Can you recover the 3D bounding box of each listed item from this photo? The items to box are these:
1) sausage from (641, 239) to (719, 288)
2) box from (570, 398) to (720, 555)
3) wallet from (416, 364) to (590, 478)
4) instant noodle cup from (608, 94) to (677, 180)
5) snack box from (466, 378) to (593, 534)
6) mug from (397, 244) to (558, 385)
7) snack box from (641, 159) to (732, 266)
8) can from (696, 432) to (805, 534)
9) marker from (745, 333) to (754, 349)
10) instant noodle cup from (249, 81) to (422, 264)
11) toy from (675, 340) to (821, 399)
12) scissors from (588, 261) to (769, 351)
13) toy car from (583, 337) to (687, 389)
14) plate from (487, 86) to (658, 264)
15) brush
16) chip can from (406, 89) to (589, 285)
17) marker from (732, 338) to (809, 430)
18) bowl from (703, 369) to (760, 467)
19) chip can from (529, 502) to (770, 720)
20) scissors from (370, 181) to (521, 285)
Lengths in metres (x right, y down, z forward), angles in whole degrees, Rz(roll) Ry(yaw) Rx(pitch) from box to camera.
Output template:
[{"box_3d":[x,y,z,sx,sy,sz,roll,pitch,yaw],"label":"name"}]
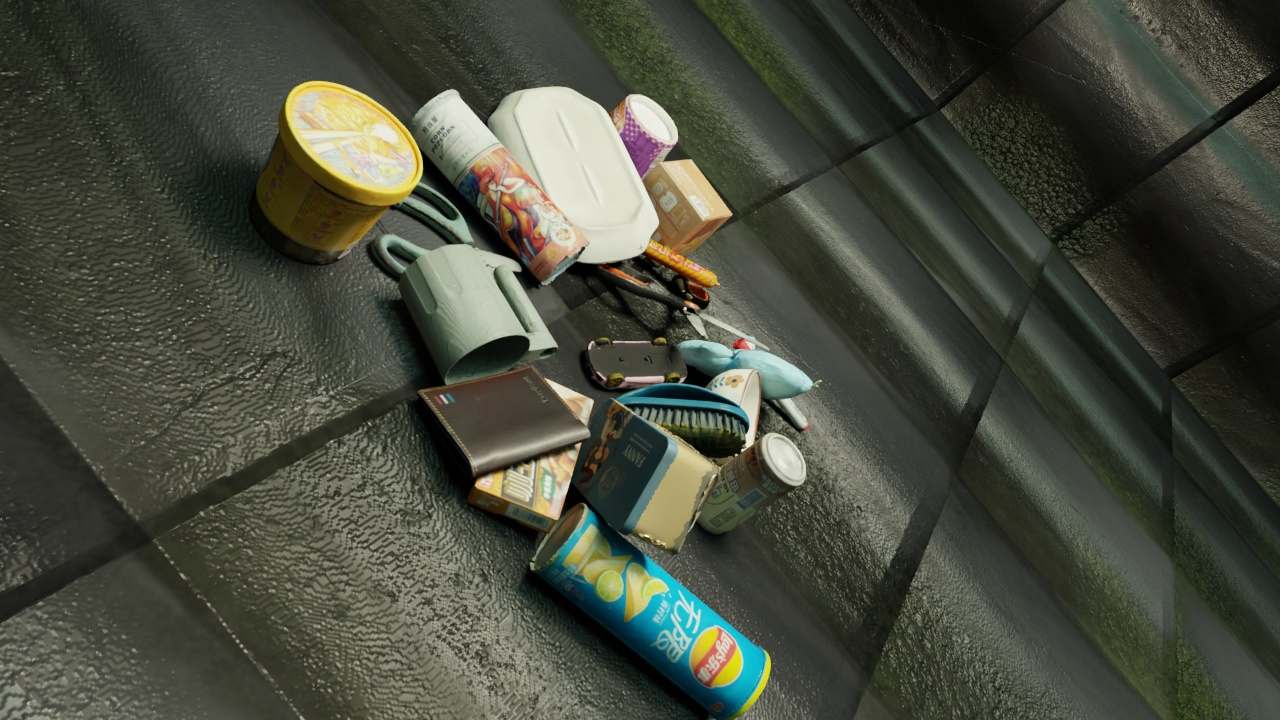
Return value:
[{"box_3d":[0.024,-0.129,1.119,0.165,0.022,0.021,27,38,-6],"label":"sausage"},{"box_3d":[0.000,0.096,0.778,0.062,0.089,0.184,30,-3,-20],"label":"box"},{"box_3d":[-0.117,0.049,0.786,0.122,0.020,0.096,-14,53,-40],"label":"wallet"},{"box_3d":[-0.013,-0.281,1.185,0.111,0.099,0.111,28,39,-25],"label":"instant noodle cup"},{"box_3d":[-0.093,0.077,0.806,0.075,0.026,0.153,24,39,-8],"label":"snack box"},{"box_3d":[-0.144,-0.041,0.827,0.123,0.084,0.103,-11,64,-48],"label":"mug"},{"box_3d":[0.042,-0.187,1.157,0.092,0.095,0.076,55,35,9],"label":"snack box"},{"box_3d":[0.105,0.123,0.911,0.058,0.117,0.058,27,41,-27],"label":"can"},{"box_3d":[0.131,0.013,1.132,0.022,0.018,0.130,44,35,-23],"label":"marker"},{"box_3d":[-0.263,-0.151,0.775,0.118,0.115,0.118,28,39,-26],"label":"instant noodle cup"},{"box_3d":[0.125,0.011,1.046,0.161,0.156,0.049,34,72,-63],"label":"toy"},{"box_3d":[0.044,-0.070,1.047,0.221,0.022,0.233,23,17,-6],"label":"scissors"},{"box_3d":[-0.006,0.006,0.976,0.122,0.037,0.056,0,53,-32],"label":"toy car"},{"box_3d":[-0.076,-0.228,1.066,0.161,0.034,0.265,-11,63,-24],"label":"plate"},{"box_3d":[0.036,0.056,0.907,0.144,0.055,0.073,3,47,5],"label":"brush"},{"box_3d":[-0.148,-0.180,0.967,0.214,0.071,0.071,48,35,-2],"label":"chip can"},{"box_3d":[0.161,0.031,1.126,0.145,0.017,0.017,50,33,-17],"label":"marker"},{"box_3d":[0.087,0.062,0.982,0.062,0.114,0.113,7,32,18],"label":"bowl"},{"box_3d":[0.010,0.210,0.765,0.210,0.071,0.071,42,35,-10],"label":"chip can"},{"box_3d":[-0.193,-0.126,0.913,0.176,0.019,0.172,5,53,-43],"label":"scissors"}]
